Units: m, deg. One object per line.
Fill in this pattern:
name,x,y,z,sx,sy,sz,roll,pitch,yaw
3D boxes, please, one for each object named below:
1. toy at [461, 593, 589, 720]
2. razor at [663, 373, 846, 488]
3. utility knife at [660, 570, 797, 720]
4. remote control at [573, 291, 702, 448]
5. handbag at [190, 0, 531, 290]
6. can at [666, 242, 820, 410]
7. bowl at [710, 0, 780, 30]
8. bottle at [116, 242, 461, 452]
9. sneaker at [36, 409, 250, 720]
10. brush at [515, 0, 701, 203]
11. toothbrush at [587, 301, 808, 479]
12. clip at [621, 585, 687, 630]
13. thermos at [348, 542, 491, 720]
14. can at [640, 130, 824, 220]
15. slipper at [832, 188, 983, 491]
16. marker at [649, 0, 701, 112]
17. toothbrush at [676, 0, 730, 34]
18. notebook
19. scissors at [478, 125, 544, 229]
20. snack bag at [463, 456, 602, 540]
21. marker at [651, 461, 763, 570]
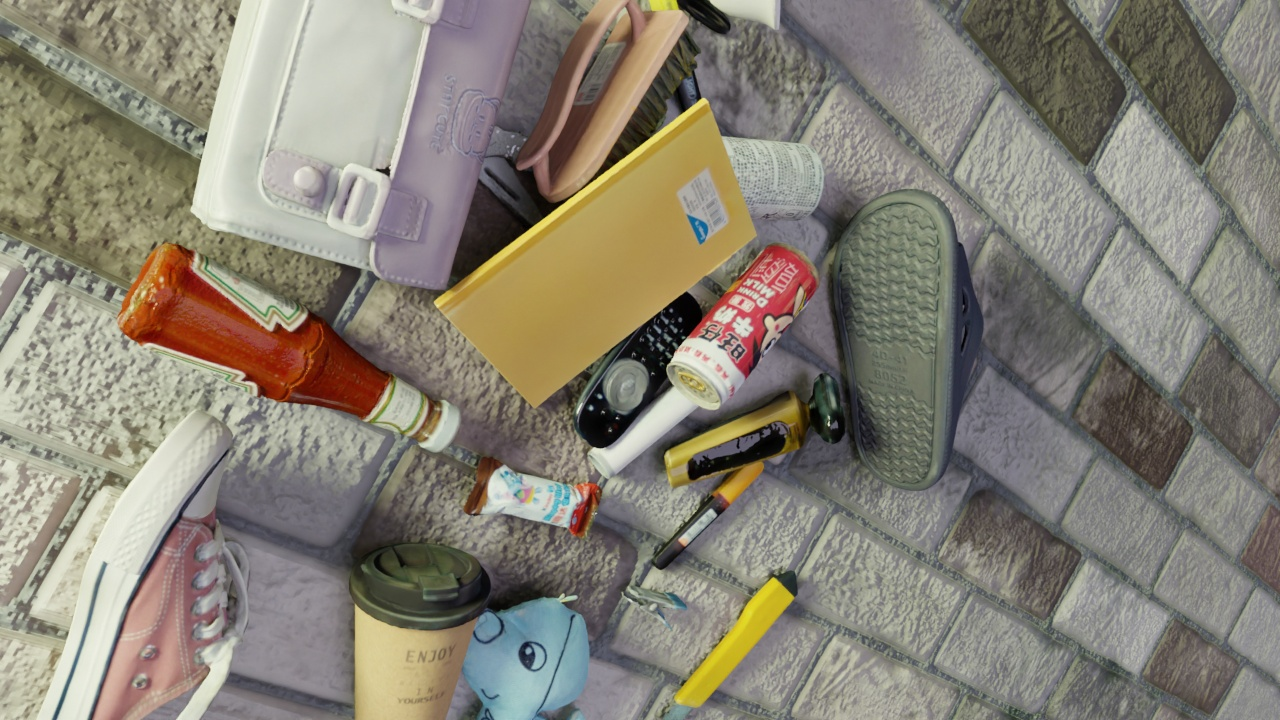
toy,-0.085,0.245,0.696,0.161,0.050,0.156,38,85,-38
razor,0.094,0.062,0.738,0.167,0.067,0.062,-19,111,-17
utility knife,0.078,0.253,0.808,0.177,0.015,0.033,-46,115,-9
remote control,-0.004,0.004,0.685,0.136,0.024,0.053,-52,126,-11
handbag,-0.148,-0.150,0.507,0.144,0.098,0.197,13,98,-37
can,0.078,-0.026,0.692,0.132,0.053,0.053,-49,122,-22
bowl,0.059,-0.279,0.610,0.065,0.118,0.118,-1,108,12
bottle,-0.202,0.002,0.557,0.206,0.060,0.059,32,87,-33
sneaker,-0.272,0.146,0.531,0.088,0.118,0.241,23,98,-14
brush,-0.026,-0.167,0.595,0.073,0.063,0.145,37,80,-42
toothbrush,0.051,0.014,0.719,0.220,0.026,0.027,-38,111,-15
clip,0.009,0.198,0.749,0.058,0.027,0.044,33,95,-32
thermos,-0.155,0.193,0.622,0.093,0.093,0.143,2,110,-30
can,0.060,-0.132,0.663,0.146,0.058,0.058,-3,105,-29
slipper,0.229,-0.020,0.774,0.083,0.111,0.268,-29,122,-38
marker,0.028,-0.211,0.642,0.018,0.015,0.124,-30,124,-15
toothbrush,-0.005,-0.269,0.616,0.181,0.018,0.015,23,93,-34
notebook,-0.019,-0.062,0.607,0.206,0.010,0.146,-38,147,-2
scissors,-0.132,-0.150,0.578,0.224,0.015,0.189,-17,112,-25
snack bag,-0.077,0.101,0.672,0.105,0.026,0.045,18,98,-30
marker,0.055,0.126,0.761,0.123,0.015,0.018,-45,119,-8
